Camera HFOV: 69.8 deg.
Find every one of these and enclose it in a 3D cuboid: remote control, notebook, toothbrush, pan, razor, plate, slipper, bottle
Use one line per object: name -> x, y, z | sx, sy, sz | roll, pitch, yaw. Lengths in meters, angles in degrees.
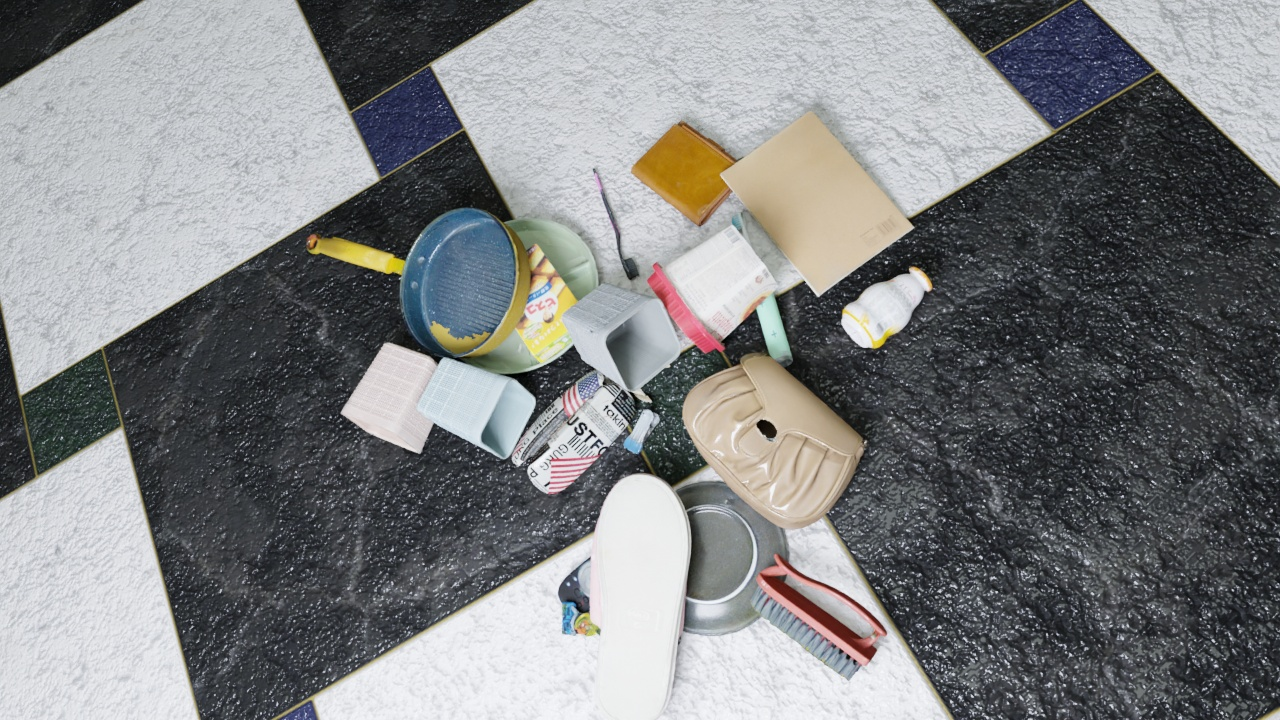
remote control -> -0.037, 0.247, 1.076 | 0.136, 0.024, 0.053 | -38, 73, 10
notebook -> 0.224, -0.205, 1.177 | 0.149, 0.012, 0.211 | -35, 74, -1
toothbrush -> -0.036, -0.190, 1.256 | 0.018, 0.014, 0.189 | -17, 65, -3
toothbrush -> 0.152, -0.094, 1.161 | 0.027, 0.026, 0.224 | -26, 63, 29
pan -> -0.304, -0.121, 1.224 | 0.358, 0.078, 0.197 | 16, 90, 31
razor -> -0.024, 0.310, 1.049 | 0.143, 0.022, 0.043 | 7, 109, 12
plate -> 0.079, 0.225, 1.059 | 0.179, 0.024, 0.179 | -5, 68, 13
slipper -> -0.001, 0.264, 1.022 | 0.114, 0.054, 0.274 | 1, 78, 7
plate -> -0.164, -0.086, 1.241 | 0.230, 0.027, 0.229 | -5, 68, 12
bottle -> 0.295, -0.065, 1.092 | 0.108, 0.063, 0.063 | -39, 65, -2

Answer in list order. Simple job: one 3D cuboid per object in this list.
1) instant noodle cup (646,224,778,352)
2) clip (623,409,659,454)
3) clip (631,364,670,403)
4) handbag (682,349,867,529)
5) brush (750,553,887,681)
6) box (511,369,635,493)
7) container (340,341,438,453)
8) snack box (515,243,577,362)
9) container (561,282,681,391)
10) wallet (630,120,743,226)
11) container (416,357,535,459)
instant noodle cup -> 0.092, -0.090, 1.119 | 0.124, 0.116, 0.116 | -38, 65, 9
clip -> 0.002, 0.088, 1.138 | 0.024, 0.028, 0.057 | 29, 88, 25
clip -> -0.005, 0.005, 1.162 | 0.098, 0.035, 0.099 | -38, 57, 3
handbag -> 0.149, 0.087, 1.051 | 0.147, 0.100, 0.204 | -44, 69, -8
brush -> 0.188, 0.272, 0.988 | 0.146, 0.063, 0.069 | 33, 97, 22
box -> -0.086, 0.085, 1.151 | 0.162, 0.075, 0.085 | -46, 33, -2
container -> -0.313, 0.046, 1.197 | 0.090, 0.090, 0.110 | 18, 72, 20
snack box -> -0.133, -0.075, 1.196 | 0.087, 0.034, 0.140 | -36, 67, 0
container -> -0.028, -0.034, 1.114 | 0.090, 0.090, 0.114 | -38, 36, -20
wallet -> 0.072, -0.262, 1.242 | 0.130, 0.035, 0.119 | 42, 82, 21
container -> -0.211, 0.057, 1.166 | 0.111, 0.090, 0.090 | 20, 75, 23
